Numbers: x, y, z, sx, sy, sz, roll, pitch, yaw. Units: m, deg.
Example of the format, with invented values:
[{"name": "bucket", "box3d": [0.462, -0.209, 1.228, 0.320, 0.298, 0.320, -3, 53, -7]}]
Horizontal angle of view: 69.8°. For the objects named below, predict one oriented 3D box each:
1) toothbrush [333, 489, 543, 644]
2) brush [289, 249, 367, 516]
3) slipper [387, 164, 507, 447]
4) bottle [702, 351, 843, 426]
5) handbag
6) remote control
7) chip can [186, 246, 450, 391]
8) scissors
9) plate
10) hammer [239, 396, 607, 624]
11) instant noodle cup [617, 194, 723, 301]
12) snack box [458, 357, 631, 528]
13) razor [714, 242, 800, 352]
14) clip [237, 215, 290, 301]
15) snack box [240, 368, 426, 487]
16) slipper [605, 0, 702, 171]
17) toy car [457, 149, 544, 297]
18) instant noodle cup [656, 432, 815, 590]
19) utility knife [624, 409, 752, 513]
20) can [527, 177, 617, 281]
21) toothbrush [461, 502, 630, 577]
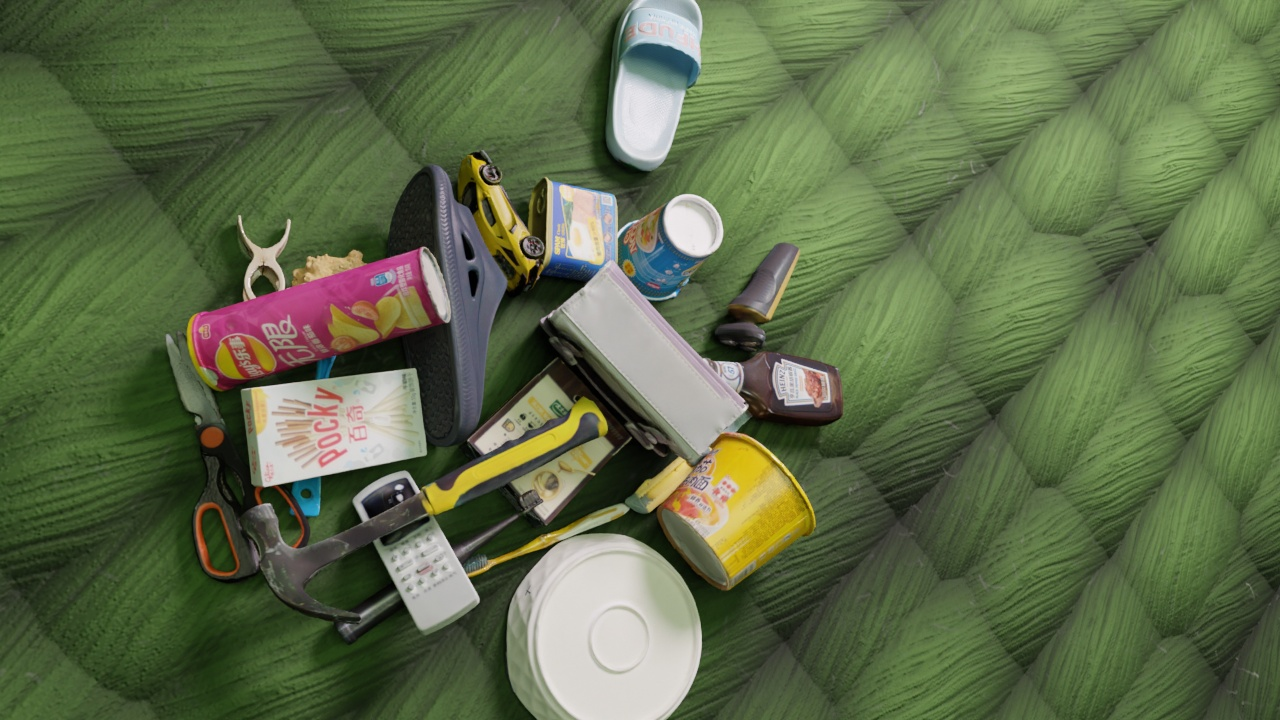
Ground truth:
[{"name": "toothbrush", "box3d": [-0.179, 0.184, 0.836, 0.212, 0.026, 0.027, -34, 98, -18]}, {"name": "brush", "box3d": [-0.293, 0.016, 0.850, 0.083, 0.046, 0.254, 11, 75, -27]}, {"name": "slipper", "box3d": [-0.181, -0.052, 0.890, 0.083, 0.111, 0.268, -3, 83, -43]}, {"name": "bottle", "box3d": [0.138, 0.028, 1.042, 0.194, 0.044, 0.079, 10, 66, -22]}, {"name": "handbag", "box3d": [-0.006, 0.005, 0.926, 0.098, 0.145, 0.197, -43, 96, -7]}, {"name": "remote control", "box3d": [-0.202, 0.168, 0.819, 0.058, 0.021, 0.150, -29, 64, -17]}, {"name": "chip can", "box3d": [-0.275, -0.037, 0.795, 0.210, 0.071, 0.071, -17, 82, 2]}, {"name": "scissors", "box3d": [-0.354, 0.076, 0.805, 0.141, 0.022, 0.234, 0, 79, -13]}, {"name": "plate", "box3d": [-0.028, 0.271, 0.896, 0.204, 0.046, 0.204, 7, 72, -24]}, {"name": "hammer", "box3d": [-0.171, 0.120, 0.813, 0.322, 0.032, 0.126, -25, 73, -24]}, {"name": "instant noodle cup", "box3d": [0.034, -0.128, 0.998, 0.099, 0.110, 0.099, 7, 72, -23]}, {"name": "snack box", "box3d": [-0.094, 0.082, 0.911, 0.113, 0.053, 0.125, 48, 62, -6]}, {"name": "razor", "box3d": [0.145, -0.076, 1.075, 0.167, 0.062, 0.067, -58, 133, -32]}, {"name": "clip", "box3d": [-0.349, -0.087, 0.853, 0.071, 0.035, 0.100, 0, 68, -25]}, {"name": "snack box", "box3d": [-0.270, 0.057, 0.821, 0.156, 0.027, 0.084, -8, 93, -42]}, {"name": "slipper", "box3d": [0.018, -0.337, 1.070, 0.104, 0.074, 0.245, 18, 70, -19]}, {"name": "toy car", "box3d": [-0.149, -0.139, 0.938, 0.041, 0.071, 0.156, -25, 85, -33]}, {"name": "instant noodle cup", "box3d": [0.091, 0.159, 0.939, 0.109, 0.138, 0.138, -38, 93, -19]}, {"name": "utility knife", "box3d": [0.060, 0.103, 1.001, 0.210, 0.022, 0.031, -38, 99, -38]}, {"name": "can", "box3d": [-0.072, -0.136, 0.982, 0.083, 0.057, 0.102, 7, 73, -26]}, {"name": "toothbrush", "box3d": [-0.091, 0.173, 0.907, 0.191, 0.016, 0.018, -18, 129, -27]}]
